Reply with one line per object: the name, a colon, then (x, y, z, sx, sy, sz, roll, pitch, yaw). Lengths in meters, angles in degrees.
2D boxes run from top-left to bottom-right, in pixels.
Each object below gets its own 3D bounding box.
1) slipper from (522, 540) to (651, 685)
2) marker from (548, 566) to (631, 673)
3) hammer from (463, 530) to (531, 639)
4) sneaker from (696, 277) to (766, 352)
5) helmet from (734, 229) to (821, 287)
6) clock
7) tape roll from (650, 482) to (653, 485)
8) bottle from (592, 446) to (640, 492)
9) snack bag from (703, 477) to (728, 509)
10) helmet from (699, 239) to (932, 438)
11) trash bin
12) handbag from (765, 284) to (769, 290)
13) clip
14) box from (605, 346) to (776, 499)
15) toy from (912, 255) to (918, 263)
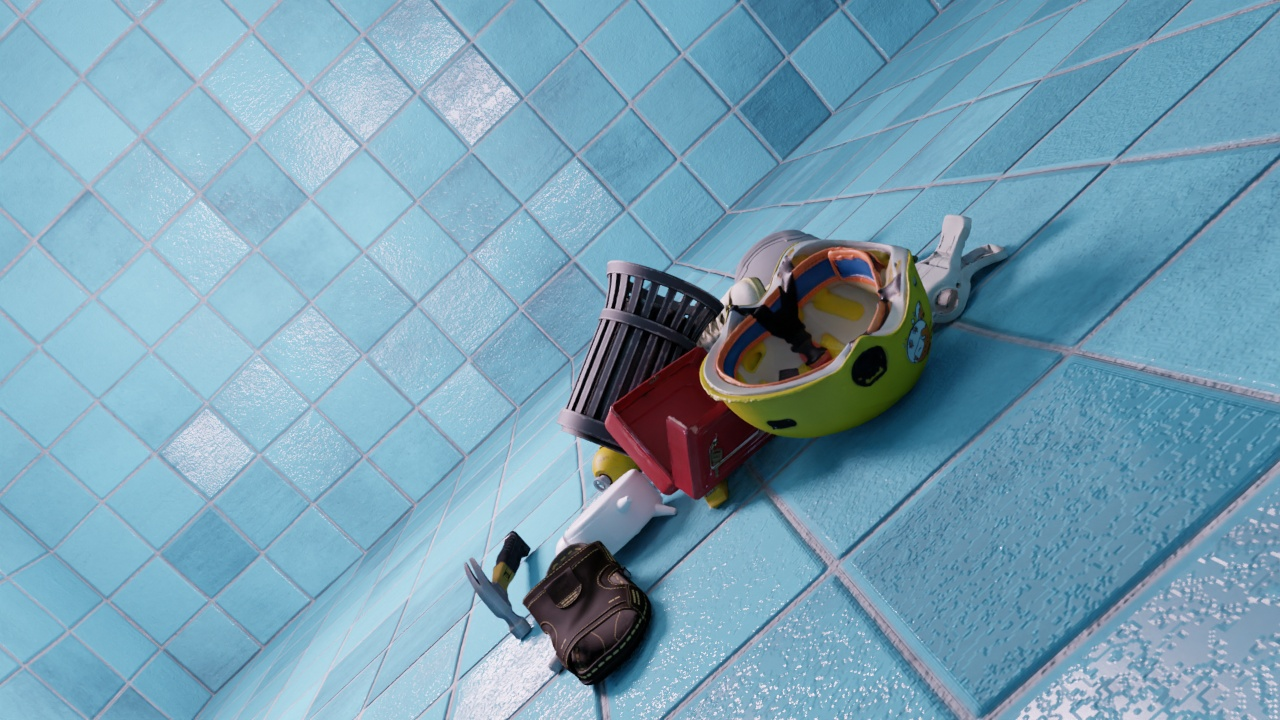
slipper: (-0.065, 0.252, 0.984, 0.113, 0.076, 0.268, -41, 18, -4)
marker: (-0.056, 0.290, 1.030, 0.140, 0.016, 0.016, -49, 11, -31)
hammer: (-0.196, 0.303, 1.336, 0.025, 0.118, 0.333, -41, 4, -1)
sneaker: (0.093, -0.030, 1.306, 0.102, 0.088, 0.242, -2, -37, -28)
helmet: (0.212, -0.132, 1.475, 0.272, 0.117, 0.183, -43, 9, 15)
clock: (-0.030, 0.205, 1.159, 0.161, 0.073, 0.125, -43, -1, 31)
tape roll: (-0.019, 0.202, 1.279, 0.093, 0.013, 0.093, -43, 10, 9)
bottle: (-0.023, 0.138, 1.407, 0.071, 0.071, 0.163, -34, 13, 45)
snack bag: (0.087, 0.144, 1.064, 0.026, 0.020, 0.099, -39, 10, 12)
helmet: (0.186, -0.002, 0.913, 0.239, 0.139, 0.209, -47, 29, -14)
trash bin: (-0.007, 0.007, 1.206, 0.164, 0.164, 0.227, 176, 115, -76)
handbag: (0.225, -0.093, 1.318, 0.111, 0.081, 0.119, -18, 22, 44)
clip: (0.323, -0.086, 0.999, 0.143, 0.072, 0.124, -50, 11, 6)
box: (0.058, 0.059, 1.065, 0.156, 0.154, 0.168, -34, 42, -29)
toy: (0.311, -0.109, 1.195, 0.104, 0.046, 0.084, -39, 22, 52)
